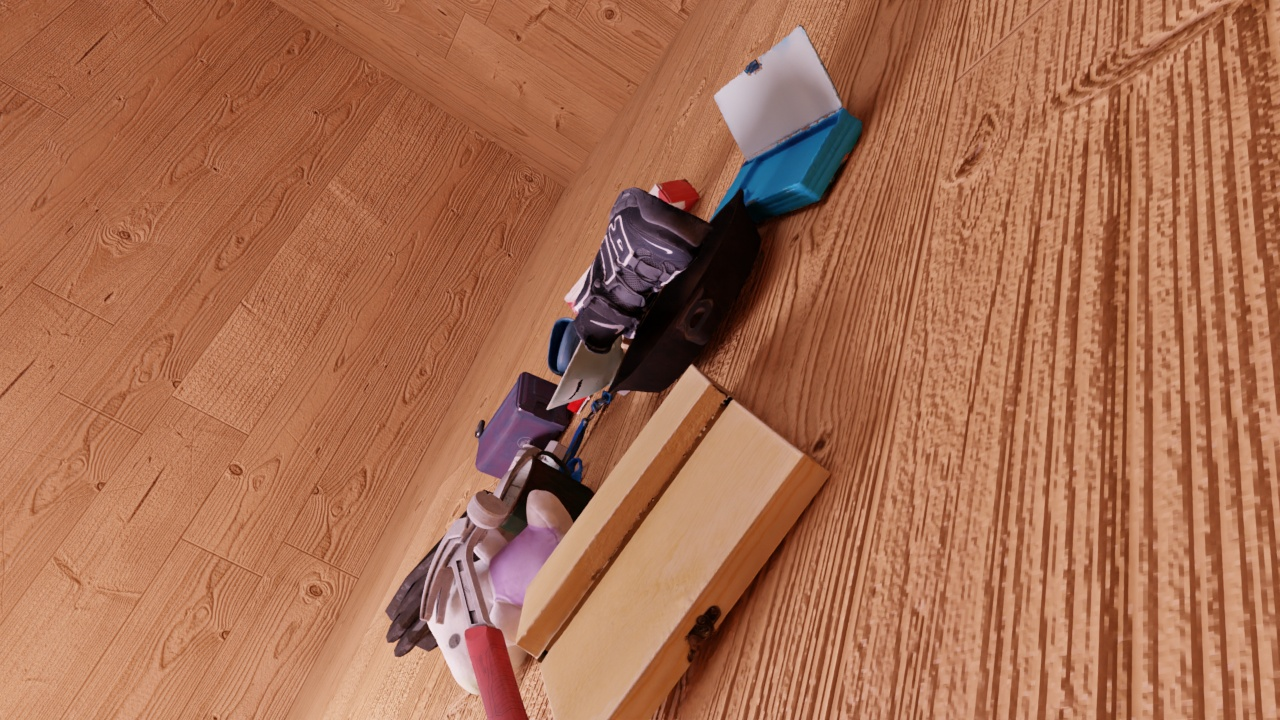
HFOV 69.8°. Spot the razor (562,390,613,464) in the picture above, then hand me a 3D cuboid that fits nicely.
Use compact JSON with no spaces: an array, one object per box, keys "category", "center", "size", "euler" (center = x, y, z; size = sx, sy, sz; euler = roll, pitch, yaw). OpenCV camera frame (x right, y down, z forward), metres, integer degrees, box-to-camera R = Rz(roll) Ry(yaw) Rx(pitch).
[{"category":"razor","center":[-0.076,0.098,1.161],"size":[0.140,0.018,0.044],"euler":[-61,14,-9]}]

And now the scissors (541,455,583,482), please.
[{"category":"scissors","center":[-0.100,0.134,1.137],"size":[0.073,0.016,0.134],"euler":[-60,23,5]}]

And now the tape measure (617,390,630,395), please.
[{"category":"tape measure","center":[-0.007,0.007,1.108],"size":[0.064,0.016,0.064],"euler":[-42,22,52]}]

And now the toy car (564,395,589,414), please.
[{"category":"toy car","center":[-0.086,0.038,1.309],"size":[0.038,0.025,0.089],"euler":[-55,12,23]}]

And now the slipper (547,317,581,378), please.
[{"category":"slipper","center":[-0.112,-0.016,1.384],"size":[0.214,0.059,0.104],"euler":[137,149,-89]}]

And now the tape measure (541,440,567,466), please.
[{"category":"tape measure","center":[-0.125,0.138,1.245],"size":[0.060,0.020,0.062],"euler":[-61,14,-8]}]

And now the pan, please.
[{"category":"pan","center":[0.054,-0.048,0.880],"size":[0.249,0.043,0.356],"euler":[-57,7,7]}]

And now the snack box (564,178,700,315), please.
[{"category":"snack box","center":[-0.015,-0.163,1.373],"size":[0.076,0.044,0.274],"euler":[-20,-20,-47]}]

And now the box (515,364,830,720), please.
[{"category":"box","center":[0.008,0.134,0.682],"size":[0.247,0.076,0.257],"euler":[-55,20,3]}]

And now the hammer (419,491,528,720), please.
[{"category":"hammer","center":[-0.127,0.253,0.773],"size":[0.126,0.036,0.315],"euler":[-56,34,14]}]

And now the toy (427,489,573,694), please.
[{"category":"toy","center":[-0.129,0.227,0.902],"size":[0.210,0.085,0.137],"euler":[-45,51,24]}]

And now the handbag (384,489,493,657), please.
[{"category":"handbag","center":[-0.244,0.292,1.164],"size":[0.198,0.102,0.198],"euler":[-48,1,39]}]

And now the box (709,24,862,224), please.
[{"category":"box","center":[0.144,-0.225,0.950],"size":[0.244,0.075,0.167],"euler":[-178,88,-75]}]

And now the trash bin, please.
[{"category":"trash bin","center":[-0.173,0.098,1.353],"size":[0.161,0.093,0.092],"euler":[-52,24,34]}]

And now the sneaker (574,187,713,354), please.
[{"category":"sneaker","center":[-0.015,-0.079,0.947],"size":[0.150,0.097,0.253],"euler":[-65,7,-11]}]

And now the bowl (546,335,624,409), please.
[{"category":"bowl","center":[-0.052,-0.001,1.167],"size":[0.174,0.068,0.174],"euler":[-61,5,8]}]

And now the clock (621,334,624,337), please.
[{"category":"clock","center":[-0.028,-0.086,1.306],"size":[0.120,0.061,0.159],"euler":[-61,9,-2]}]

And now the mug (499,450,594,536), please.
[{"category":"mug","center":[-0.100,0.149,0.999],"size":[0.085,0.081,0.110],"euler":[-47,18,41]}]

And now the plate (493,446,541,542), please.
[{"category":"plate","center":[-0.159,0.185,1.096],"size":[0.172,0.019,0.173],"euler":[16,-91,-79]}]

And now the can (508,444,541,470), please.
[{"category":"can","center":[-0.170,0.173,1.281],"size":[0.044,0.044,0.106],"euler":[-32,30,63]}]

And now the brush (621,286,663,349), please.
[{"category":"brush","center":[0.012,-0.045,1.088],"size":[0.039,0.049,0.116],"euler":[102,-177,-47]}]
